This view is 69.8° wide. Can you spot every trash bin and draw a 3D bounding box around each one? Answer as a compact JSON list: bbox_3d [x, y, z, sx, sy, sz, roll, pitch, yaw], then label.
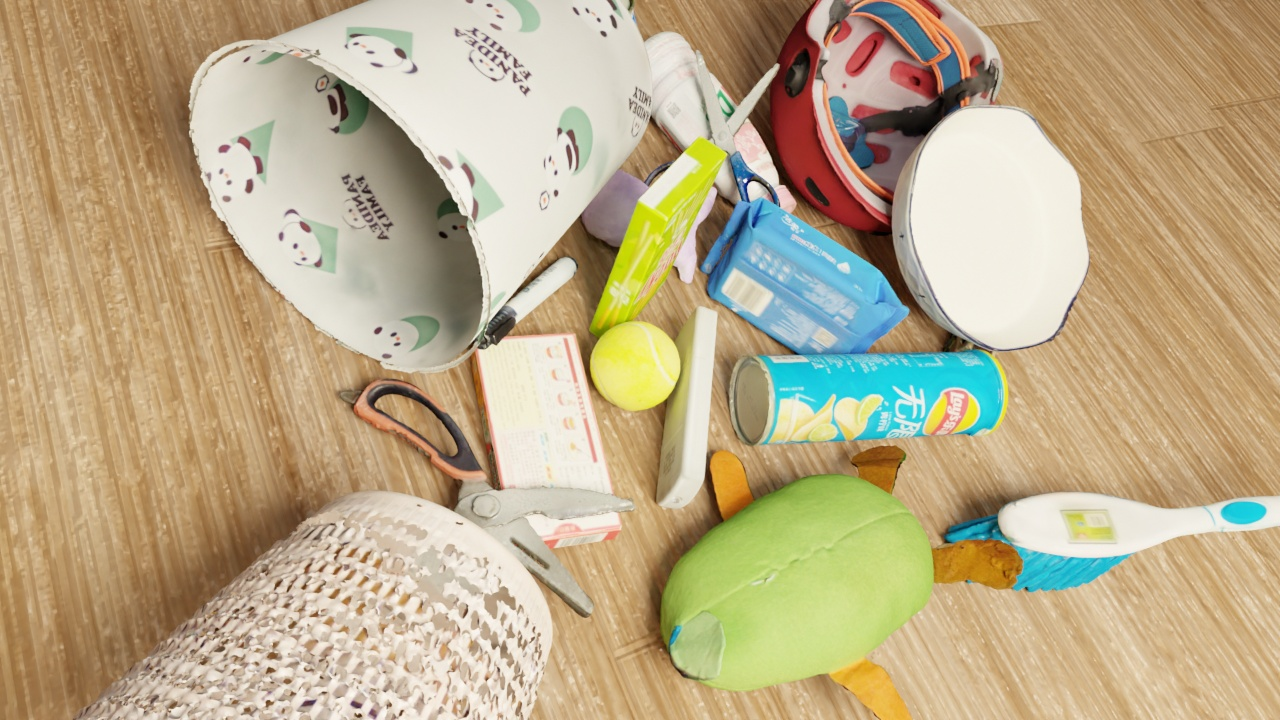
[{"bbox_3d":[-0.129,-0.157,0.640,0.229,0.230,0.251,35,50,4],"label":"trash bin"},{"bbox_3d":[-0.146,0.178,0.444,0.227,0.228,0.191,30,43,0],"label":"trash bin"}]

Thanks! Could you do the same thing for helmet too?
[{"bbox_3d":[0.201,-0.217,0.830,0.207,0.144,0.239,22,75,-23],"label":"helmet"}]

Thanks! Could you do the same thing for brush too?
[{"bbox_3d":[0.398,0.131,0.706,0.314,0.110,0.060,3,57,-17],"label":"brush"}]

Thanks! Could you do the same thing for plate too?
[{"bbox_3d":[0.288,-0.108,0.764,0.204,0.046,0.205,1,88,-28],"label":"plate"}]

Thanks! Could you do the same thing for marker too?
[{"bbox_3d":[-0.083,-0.045,0.685,0.023,0.018,0.130,15,36,23],"label":"marker"}]

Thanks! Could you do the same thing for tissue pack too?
[{"bbox_3d":[0.129,-0.059,0.738,0.157,0.095,0.052,34,49,3],"label":"tissue pack"}]

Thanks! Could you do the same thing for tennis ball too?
[{"bbox_3d":[-0.004,0.004,0.672,0.065,0.066,0.065,9,58,-14],"label":"tennis ball"}]

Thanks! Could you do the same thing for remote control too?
[{"bbox_3d":[0.036,0.034,0.672,0.021,0.058,0.149,15,57,-11],"label":"remote control"}]

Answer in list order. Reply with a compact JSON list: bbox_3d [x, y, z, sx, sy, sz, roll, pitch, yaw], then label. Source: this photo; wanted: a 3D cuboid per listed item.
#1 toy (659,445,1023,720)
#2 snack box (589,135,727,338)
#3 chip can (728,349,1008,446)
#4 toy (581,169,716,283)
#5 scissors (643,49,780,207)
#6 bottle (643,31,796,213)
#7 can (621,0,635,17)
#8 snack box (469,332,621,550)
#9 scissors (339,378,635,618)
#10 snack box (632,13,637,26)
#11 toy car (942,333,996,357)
[{"bbox_3d":[0.117,0.142,0.615,0.246,0.090,0.227,-20,50,-21],"label":"toy"},{"bbox_3d":[0.010,-0.083,0.673,0.026,0.157,0.085,35,55,6],"label":"snack box"},{"bbox_3d":[0.178,0.029,0.716,0.210,0.071,0.071,-1,61,-19],"label":"chip can"},{"bbox_3d":[0.004,-0.120,0.760,0.108,0.039,0.084,19,87,-2],"label":"toy"},{"bbox_3d":[0.067,-0.175,0.779,0.162,0.012,0.176,-31,87,7],"label":"scissors"},{"bbox_3d":[0.064,-0.202,0.821,0.068,0.068,0.197,-28,76,-31],"label":"bottle"},{"bbox_3d":[-0.050,-0.243,0.755,0.058,0.147,0.058,8,58,-14],"label":"can"},{"bbox_3d":[-0.069,0.054,0.643,0.077,0.027,0.155,-4,62,-21],"label":"snack box"},{"bbox_3d":[-0.117,0.088,0.589,0.225,0.015,0.188,-11,62,-11],"label":"scissors"},{"bbox_3d":[-0.029,-0.282,0.824,0.026,0.085,0.157,-1,60,-20],"label":"snack box"},{"bbox_3d":[0.301,-0.024,0.812,0.042,0.035,0.090,32,53,1],"label":"toy car"}]
